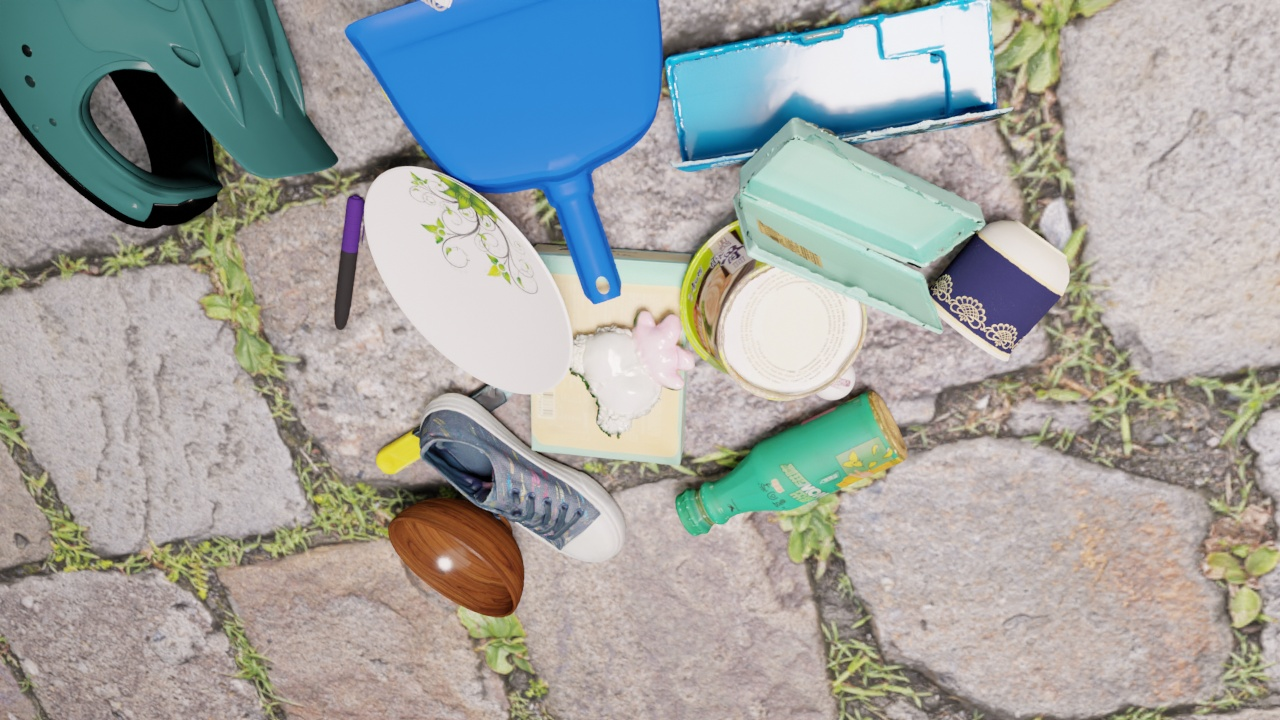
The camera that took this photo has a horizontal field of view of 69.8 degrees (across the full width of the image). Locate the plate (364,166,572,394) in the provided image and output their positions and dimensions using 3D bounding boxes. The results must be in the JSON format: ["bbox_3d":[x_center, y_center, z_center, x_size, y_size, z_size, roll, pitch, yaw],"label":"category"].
[{"bbox_3d":[-0.143,-0.070,0.792,0.229,0.030,0.230,26,141,23],"label":"plate"}]

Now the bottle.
[{"bbox_3d":[0.129,0.100,0.825,0.210,0.068,0.068,-28,104,19],"label":"bottle"}]

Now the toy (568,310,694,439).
[{"bbox_3d":[-0.005,0.005,0.780,0.109,0.041,0.095,-28,92,16],"label":"toy"}]

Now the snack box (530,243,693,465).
[{"bbox_3d":[-0.028,-0.004,0.827,0.141,0.044,0.194,5,112,8],"label":"snack box"}]

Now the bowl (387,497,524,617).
[{"bbox_3d":[-0.168,0.180,0.905,0.147,0.068,0.147,21,141,18],"label":"bowl"}]

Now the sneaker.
[{"bbox_3d":[-0.116,0.128,0.870,0.235,0.079,0.088,38,115,-13],"label":"sneaker"}]

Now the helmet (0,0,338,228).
[{"bbox_3d":[-0.379,-0.240,0.728,0.201,0.176,0.275,-26,102,21],"label":"helmet"}]

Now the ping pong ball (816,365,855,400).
[{"bbox_3d":[0.167,0.014,0.799,0.040,0.040,0.040,4,112,9],"label":"ping pong ball"}]

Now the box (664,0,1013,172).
[{"bbox_3d":[0.140,-0.199,0.680,0.244,0.115,0.094,-7,109,13],"label":"box"}]

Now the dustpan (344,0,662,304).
[{"bbox_3d":[-0.066,-0.169,0.726,0.245,0.059,0.257,-19,99,-3],"label":"dustpan"}]

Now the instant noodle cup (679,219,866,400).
[{"bbox_3d":[0.110,-0.038,0.739,0.146,0.097,0.146,-3,113,-8],"label":"instant noodle cup"}]

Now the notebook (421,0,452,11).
[{"bbox_3d":[-0.195,-0.389,0.670,0.245,0.013,0.178,37,116,24],"label":"notebook"}]

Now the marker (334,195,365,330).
[{"bbox_3d":[-0.272,-0.089,0.857,0.018,0.015,0.134,5,115,-22],"label":"marker"}]

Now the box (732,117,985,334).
[{"bbox_3d":[0.162,-0.086,0.660,0.188,0.092,0.077,18,147,-27],"label":"box"}]

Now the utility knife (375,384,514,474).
[{"bbox_3d":[-0.192,0.065,0.899,0.173,0.020,0.029,-30,111,21],"label":"utility knife"}]

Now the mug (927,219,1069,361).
[{"bbox_3d":[0.295,-0.057,0.732,0.111,0.085,0.089,20,116,-36],"label":"mug"}]

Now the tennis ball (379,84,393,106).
[{"bbox_3d":[-0.182,-0.234,0.755,0.065,0.065,0.065,4,112,9],"label":"tennis ball"}]
